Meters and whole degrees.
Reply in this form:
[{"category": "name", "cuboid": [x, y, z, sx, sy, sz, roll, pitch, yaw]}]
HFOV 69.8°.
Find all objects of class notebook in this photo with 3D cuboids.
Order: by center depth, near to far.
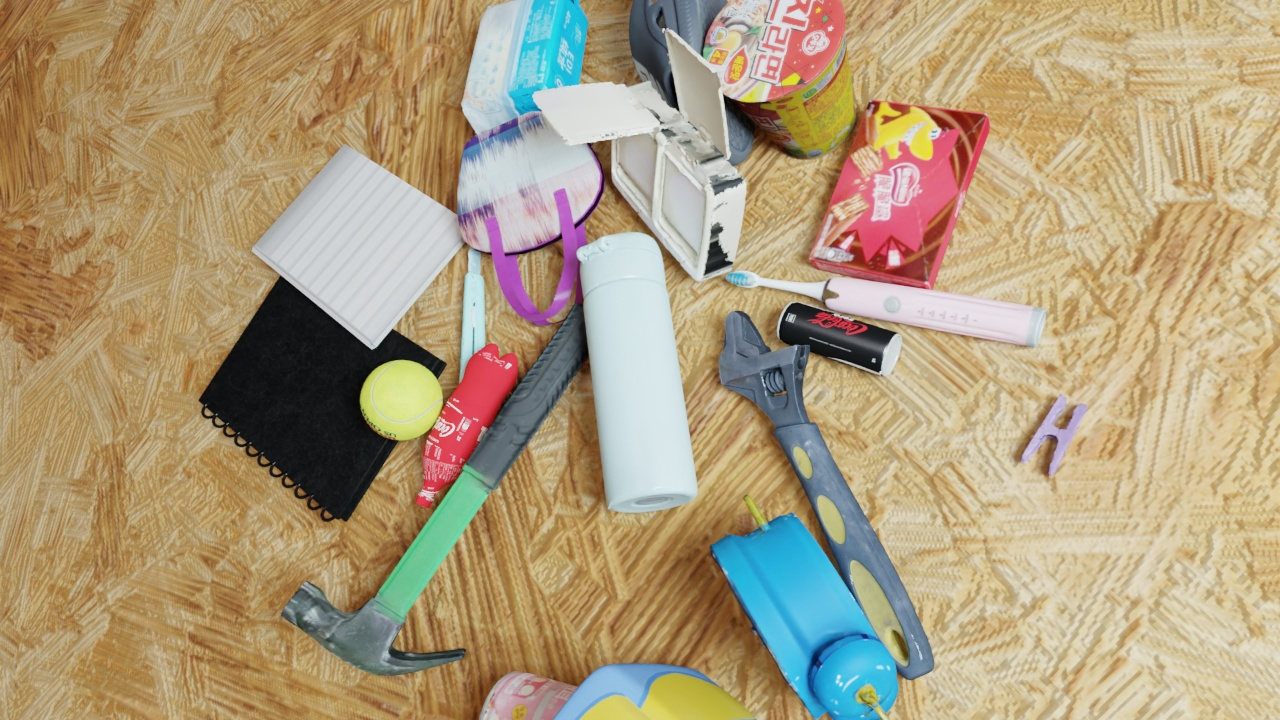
[{"category": "notebook", "cuboid": [-0.301, 0.025, 0.842, 0.231, 0.019, 0.169, 29, 85, 31]}, {"category": "notebook", "cuboid": [-0.268, -0.115, 0.871, 0.210, 0.009, 0.142, 33, 81, 31]}]

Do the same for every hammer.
[{"category": "hammer", "cuboid": [-0.124, 0.093, 0.703, 0.130, 0.032, 0.318, 34, 80, -1]}]

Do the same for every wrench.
[{"category": "wrench", "cuboid": [0.118, 0.077, 0.609, 0.074, 0.022, 0.273, -45, 58, 39]}]

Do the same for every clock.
[{"category": "clock", "cuboid": [0.103, 0.162, 0.546, 0.060, 0.117, 0.161, -33, 61, -2]}]

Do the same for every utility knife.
[{"category": "utility knife", "cuboid": [-0.145, -0.052, 0.797, 0.022, 0.015, 0.158, 2, 67, -14]}]

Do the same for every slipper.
[{"category": "slipper", "cuboid": [0.027, -0.271, 0.742, 0.083, 0.110, 0.267, -17, 62, 22]}]

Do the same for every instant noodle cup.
[{"category": "instant noodle cup", "cuboid": [0.111, -0.202, 0.671, 0.100, 0.112, 0.100, -9, 68, 22]}]

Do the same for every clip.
[{"category": "clip", "cuboid": [0.257, 0.046, 0.571, 0.036, 0.013, 0.052, 25, 81, 29]}]

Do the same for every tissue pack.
[{"category": "tissue pack", "cuboid": [-0.102, -0.262, 0.825, 0.093, 0.061, 0.144, -3, 68, 27]}]

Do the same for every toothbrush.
[{"category": "toothbrush", "cuboid": [0.161, -0.042, 0.639, 0.223, 0.026, 0.027, 12, 97, 29]}]

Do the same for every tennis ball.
[{"category": "tennis ball", "cuboid": [-0.194, 0.032, 0.747, 0.065, 0.065, 0.065, -9, 68, 23]}]

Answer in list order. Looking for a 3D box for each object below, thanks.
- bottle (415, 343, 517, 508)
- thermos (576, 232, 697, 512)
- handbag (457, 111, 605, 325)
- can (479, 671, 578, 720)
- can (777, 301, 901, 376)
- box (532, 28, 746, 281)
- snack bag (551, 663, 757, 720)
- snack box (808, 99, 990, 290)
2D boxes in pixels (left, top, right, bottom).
[{"category": "bottle", "cuboid": [-0.143, 0.053, 0.742, 0.042, 0.042, 0.141, 24, 84, 30]}, {"category": "thermos", "cuboid": [-0.004, 0.004, 0.675, 0.065, 0.077, 0.206, -23, 65, 35]}, {"category": "handbag", "cuboid": [-0.087, -0.112, 0.769, 0.145, 0.068, 0.169, -18, 72, 20]}, {"category": "can", "cuboid": [-0.060, 0.250, 0.616, 0.076, 0.067, 0.067, 4, 74, 28]}, {"category": "can", "cuboid": [0.137, -0.016, 0.638, 0.080, 0.031, 0.031, 21, 82, 30]}, {"category": "box", "cuboid": [-0.001, -0.148, 0.661, 0.101, 0.187, 0.145, -31, 55, -9]}, {"category": "snack bag", "cuboid": [0.049, 0.270, 0.504, 0.205, 0.159, 0.102, 37, 89, 30]}, {"category": "snack box", "cuboid": [0.185, -0.120, 0.659, 0.089, 0.021, 0.133, 17, 80, 30]}]
